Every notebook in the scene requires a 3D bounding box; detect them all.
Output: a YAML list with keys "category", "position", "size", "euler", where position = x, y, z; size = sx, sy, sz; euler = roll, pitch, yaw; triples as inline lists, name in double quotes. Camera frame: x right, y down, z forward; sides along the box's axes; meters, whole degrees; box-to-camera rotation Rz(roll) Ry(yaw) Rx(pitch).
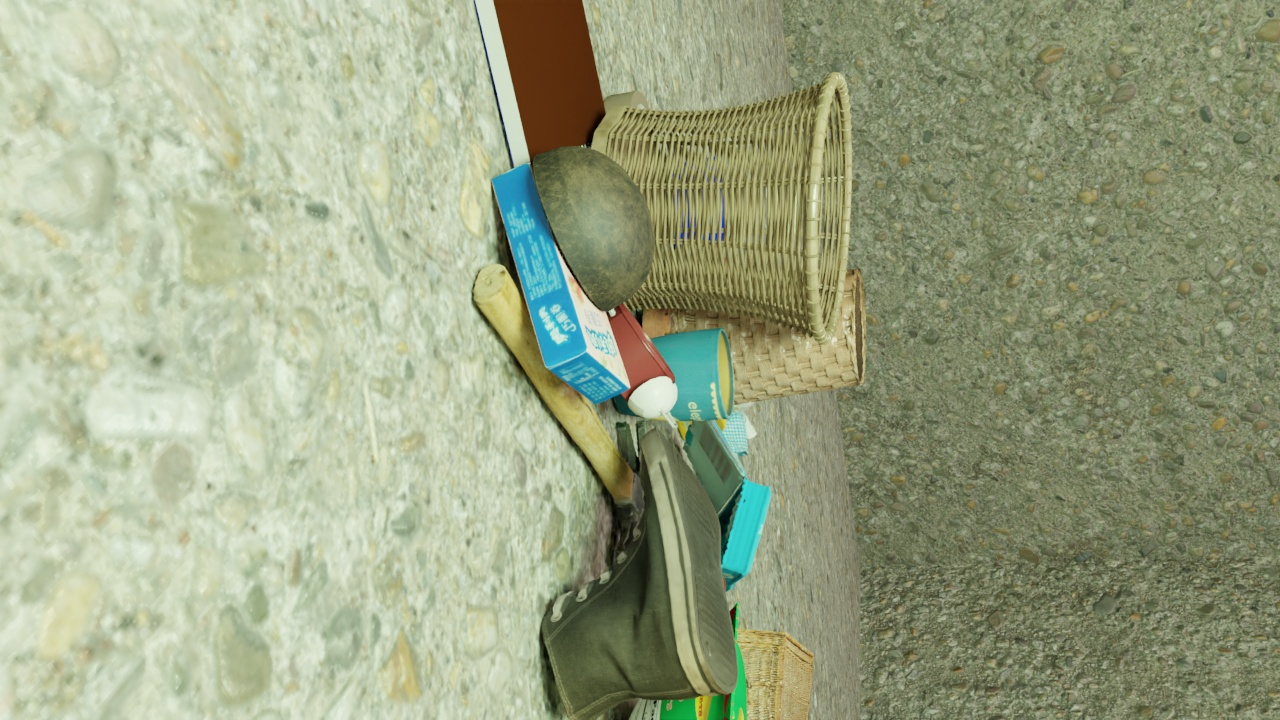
- category: "notebook"
  position: [-0.072, -0.234, 0.742]
  size: [0.208, 0.022, 0.172]
  euler: [-52, 133, -66]

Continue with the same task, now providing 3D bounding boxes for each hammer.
- category: "hammer"
  position: [-0.049, 0.042, 0.717]
  size: [0.331, 0.033, 0.132]
  euler: [63, 29, -50]

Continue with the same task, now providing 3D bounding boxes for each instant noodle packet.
- category: "instant noodle packet"
  position: [0.028, 0.326, 0.702]
  size: [0.253, 0.090, 0.195]
  euler: [113, -10, -49]

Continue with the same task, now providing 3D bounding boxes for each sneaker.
- category: "sneaker"
  position: [-0.004, 0.153, 0.691]
  size: [0.095, 0.120, 0.234]
  euler: [51, 23, -42]

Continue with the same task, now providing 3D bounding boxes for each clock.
- category: "clock"
  position: [-0.004, 0.005, 0.770]
  size: [0.124, 0.044, 0.087]
  euler: [55, 3, 4]

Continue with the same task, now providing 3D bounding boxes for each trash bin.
- category: "trash bin"
  position: [0.123, -0.021, 0.956]
  size: [0.151, 0.210, 0.151]
  euler: [-2, 89, -72]

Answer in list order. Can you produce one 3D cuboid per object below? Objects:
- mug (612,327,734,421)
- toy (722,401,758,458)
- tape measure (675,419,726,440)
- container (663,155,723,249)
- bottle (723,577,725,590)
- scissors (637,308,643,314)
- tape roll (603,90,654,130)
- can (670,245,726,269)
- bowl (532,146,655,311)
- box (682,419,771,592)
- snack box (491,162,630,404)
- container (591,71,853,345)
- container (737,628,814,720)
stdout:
- category: "mug"
  position: [0.033, 0.020, 0.865]
  size: [0.112, 0.104, 0.084]
  euler: [44, 43, -69]
- category: "toy"
  position: [0.111, 0.061, 1.143]
  size: [0.106, 0.131, 0.205]
  euler: [80, 14, -81]
- category: "tape measure"
  position: [0.070, 0.062, 1.054]
  size: [0.068, 0.059, 0.030]
  euler: [66, 25, -45]
- category: "container"
  position: [0.066, -0.186, 1.120]
  size: [0.096, 0.058, 0.114]
  euler: [-58, 140, -64]
- category: "bottle"
  position: [0.031, 0.215, 0.836]
  size: [0.099, 0.099, 0.111]
  euler: [57, 25, -57]
- category: "scissors"
  position: [0.020, -0.055, 1.011]
  size: [0.175, 0.033, 0.072]
  euler: [29, 61, -74]
- category: "tape roll"
  position: [-0.009, -0.223, 0.927]
  size: [0.093, 0.030, 0.093]
  euler: [-5, 90, -73]
- category: "can"
  position: [0.082, -0.088, 1.110]
  size: [0.170, 0.067, 0.067]
  euler: [46, 41, -71]
- category: "bowl"
  position: [-0.023, -0.101, 0.652]
  size: [0.121, 0.056, 0.121]
  euler: [-23, 90, -79]
- category: "box"
  position: [0.087, 0.157, 0.983]
  size: [0.227, 0.074, 0.180]
  euler: [100, -14, -69]
- category: "snack box"
  position: [-0.056, -0.053, 0.642]
  size: [0.088, 0.033, 0.154]
  euler: [44, 25, -65]
- category: "container"
  position: [0.076, -0.133, 0.816]
  size: [0.226, 0.196, 0.227]
  euler: [4, 89, -71]
- category: "container"
  position: [0.125, 0.375, 1.046]
  size: [0.198, 0.114, 0.112]
  euler: [52, 41, -58]
